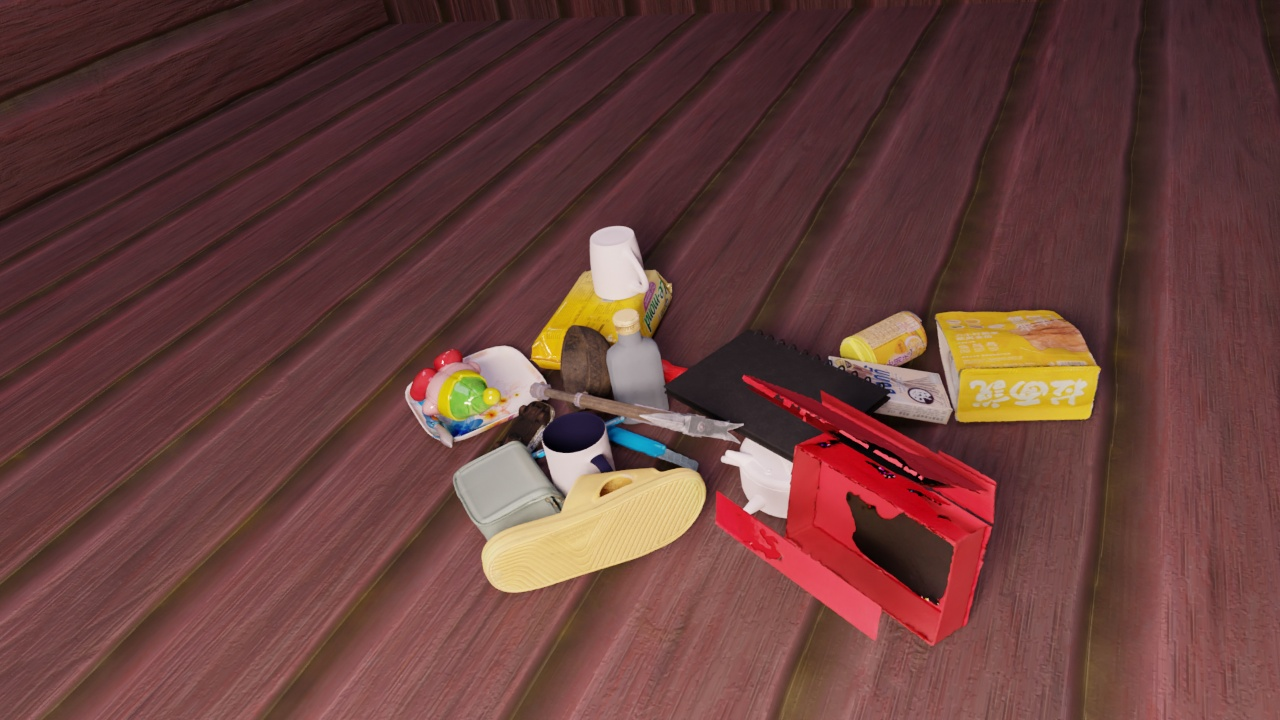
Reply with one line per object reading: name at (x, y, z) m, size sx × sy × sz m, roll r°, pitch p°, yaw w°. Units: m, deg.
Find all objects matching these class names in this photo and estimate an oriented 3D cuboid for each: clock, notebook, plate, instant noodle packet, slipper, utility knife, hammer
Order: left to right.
plate at (-0.241, 0.049, 1.352) m, size 0.186 × 0.016 × 0.187 m, roll -24°, pitch 37°, yaw -19°
slipper at (-0.054, 0.182, 1.044) m, size 0.263 × 0.099 × 0.078 m, roll -20°, pitch 34°, yaw -6°
hammer at (-0.040, 0.056, 1.139) m, size 0.146 × 0.028 × 0.317 m, roll 13°, pitch -3°, yaw -43°
utility knife at (-0.006, 0.109, 1.204) m, size 0.209 × 0.015 × 0.031 m, roll 16°, pitch 44°, yaw 39°
notebook at (0.168, 0.037, 1.137) m, size 0.168 × 0.019 × 0.232 m, roll -33°, pitch 40°, yaw -28°
clock at (0.183, 0.119, 1.088) m, size 0.161 × 0.073 × 0.125 m, roll -11°, pitch 34°, yaw -1°
instant noodle packet at (0.484, -0.011, 1.205) m, size 0.163 × 0.084 × 0.221 m, roll -3°, pitch 29°, yaw 11°

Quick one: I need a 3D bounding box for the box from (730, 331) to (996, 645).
box at (0.224, 0.109, 0.885) m, size 0.123 × 0.316 × 0.211 m, roll -39°, pitch 43°, yaw -18°

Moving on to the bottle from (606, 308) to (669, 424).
bottle at (-0.007, 0.007, 1.222) m, size 0.072 × 0.161 × 0.046 m, roll -16°, pitch 35°, yaw -8°

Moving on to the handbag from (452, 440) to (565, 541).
handbag at (-0.158, 0.167, 1.115) m, size 0.106 × 0.067 × 0.122 m, roll -30°, pitch 38°, yaw -13°

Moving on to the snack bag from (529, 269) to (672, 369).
snack bag at (-0.057, -0.066, 1.424) m, size 0.160 × 0.068 × 0.246 m, roll 4°, pitch 37°, yaw 19°

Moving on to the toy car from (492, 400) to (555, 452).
toy car at (-0.157, 0.105, 1.235) m, size 0.048 × 0.040 × 0.112 m, roll 16°, pitch 60°, yaw 33°

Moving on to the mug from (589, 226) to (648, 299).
mug at (-0.027, -0.144, 1.388) m, size 0.080 × 0.088 × 0.114 m, roll -29°, pitch 39°, yaw -27°

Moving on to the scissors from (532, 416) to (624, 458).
scissors at (-0.077, 0.099, 1.193) m, size 0.141 × 0.014 × 0.090 m, roll -21°, pitch -2°, yaw -9°

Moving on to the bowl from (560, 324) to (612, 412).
bowl at (-0.067, 0.011, 1.283) m, size 0.056 × 0.121 × 0.121 m, roll -1°, pitch 30°, yaw -23°

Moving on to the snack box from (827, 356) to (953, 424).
snack box at (0.315, 0.037, 1.175) m, size 0.150 × 0.026 × 0.081 m, roll 9°, pitch 35°, yaw -3°

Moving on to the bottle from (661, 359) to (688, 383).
bottle at (0.067, 0.031, 1.278) m, size 0.119 × 0.036 × 0.036 m, roll 21°, pitch 45°, yaw 37°

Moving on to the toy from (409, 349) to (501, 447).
toy at (-0.253, 0.047, 1.270) m, size 0.131 × 0.097 × 0.123 m, roll 37°, pitch 56°, yaw 18°

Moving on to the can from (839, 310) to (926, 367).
can at (0.332, -0.019, 1.252) m, size 0.105 × 0.068 × 0.067 m, roll -25°, pitch 37°, yaw -21°

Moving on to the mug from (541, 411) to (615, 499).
mug at (-0.063, 0.131, 1.115) m, size 0.078 × 0.097 × 0.112 m, roll -29°, pitch 39°, yaw -25°
